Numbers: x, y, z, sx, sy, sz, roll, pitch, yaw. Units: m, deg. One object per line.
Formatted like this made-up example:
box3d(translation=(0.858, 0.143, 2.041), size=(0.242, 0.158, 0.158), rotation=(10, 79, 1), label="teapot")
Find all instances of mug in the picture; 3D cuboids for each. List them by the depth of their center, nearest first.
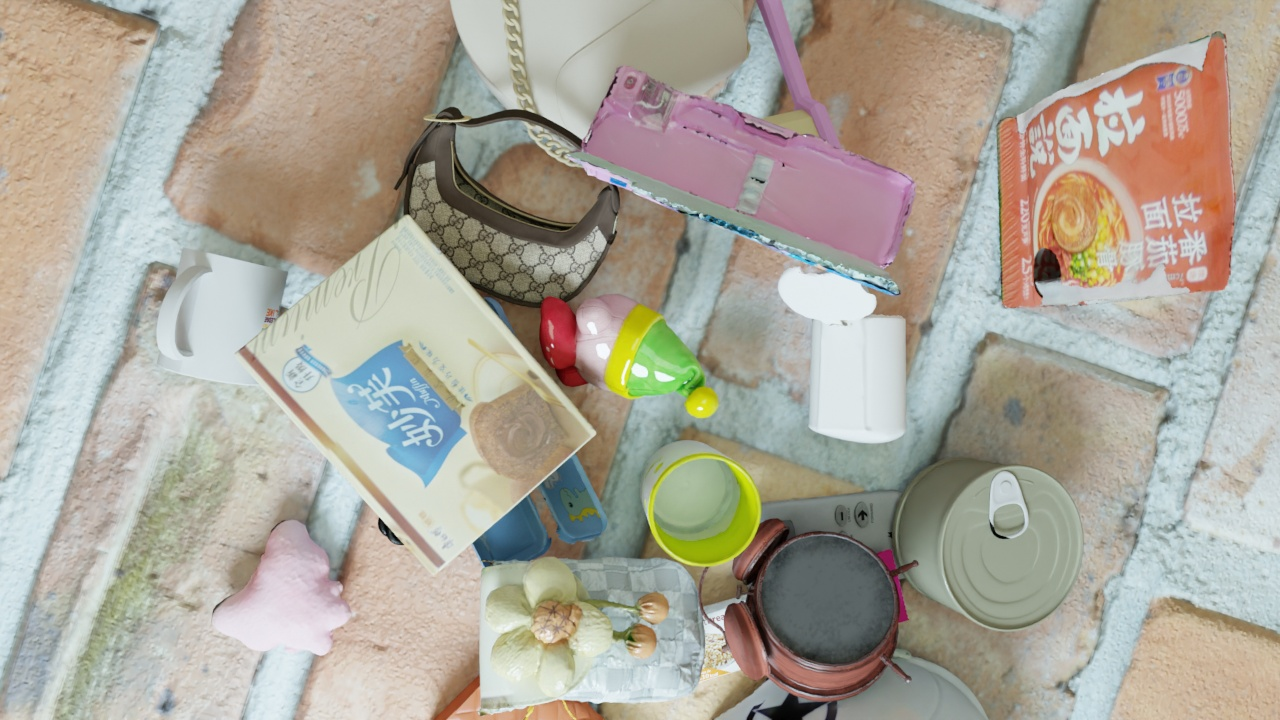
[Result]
box3d(translation=(-0.317, -0.033, 0.680), size=(0.073, 0.105, 0.089), rotation=(13, 90, 8), label="mug")
box3d(translation=(0.042, 0.106, 0.710), size=(0.082, 0.106, 0.082), rotation=(0, 92, -5), label="mug")

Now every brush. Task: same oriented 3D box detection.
box3d(translation=(0.115, -0.186, 0.712), size=(0.043, 0.089, 0.229), rotation=(-20, 97, 1), label="brush")

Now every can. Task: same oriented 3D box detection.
box3d(translation=(0.275, 0.143, 0.735), size=(0.127, 0.073, 0.128), rotation=(0, 91, -15), label="can")

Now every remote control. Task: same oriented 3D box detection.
box3d(translation=(0.160, 0.150, 0.764), size=(0.151, 0.019, 0.074), rotation=(-5, 92, -4), label="remote control")

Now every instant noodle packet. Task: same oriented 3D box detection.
box3d(translation=(0.354, -0.124, 0.670), size=(0.084, 0.221, 0.164), rotation=(-1, 91, -6), label="instant noodle packet")

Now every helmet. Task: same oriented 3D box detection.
box3d(translation=(0.177, 0.356, 0.701), size=(0.264, 0.164, 0.236), rotation=(-22, 94, -4), label="helmet")

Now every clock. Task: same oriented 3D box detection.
box3d(translation=(0.122, 0.185, 0.689), size=(0.158, 0.072, 0.120), rotation=(8, 60, 10), label="clock")

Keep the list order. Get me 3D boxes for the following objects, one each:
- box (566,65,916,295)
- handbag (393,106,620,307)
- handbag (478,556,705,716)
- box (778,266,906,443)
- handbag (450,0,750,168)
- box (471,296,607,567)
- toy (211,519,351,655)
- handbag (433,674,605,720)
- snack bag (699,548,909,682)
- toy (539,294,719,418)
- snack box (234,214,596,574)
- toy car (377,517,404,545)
box3d(translation=(0.067, -0.109, 0.620), size=(0.230, 0.158, 0.066), rotation=(21, 133, 1), label="box")
box3d(translation=(-0.098, -0.120, 0.689), size=(0.166, 0.063, 0.139), rotation=(24, 119, -4), label="handbag")
box3d(translation=(-0.031, 0.198, 0.678), size=(0.171, 0.124, 0.112), rotation=(2, 70, -14), label="handbag")
box3d(translation=(0.156, -0.003, 0.705), size=(0.083, 0.143, 0.136), rotation=(0, 89, 38), label="box")
box3d(translation=(-0.034, -0.276, 0.696), size=(0.210, 0.103, 0.208), rotation=(-35, 98, -1), label="handbag")
box3d(translation=(-0.113, 0.061, 0.728), size=(0.120, 0.049, 0.209), rotation=(-25, 94, 10), label="box")
box3d(translation=(-0.272, 0.185, 0.716), size=(0.093, 0.050, 0.102), rotation=(32, 86, -2), label="toy")
box3d(translation=(-0.073, 0.321, 0.733), size=(0.109, 0.060, 0.172), rotation=(-45, 94, -6), label="handbag")
box3d(translation=(0.119, 0.213, 0.752), size=(0.196, 0.016, 0.070), rotation=(-17, 105, 1), label="snack bag")
box3d(translation=(-0.004, 0.004, 0.698), size=(0.131, 0.124, 0.096), rotation=(0, 61, 9), label="toy")
box3d(translation=(-0.155, 0.024, 0.656), size=(0.153, 0.055, 0.207), rotation=(-41, 95, -7), label="snack box")
box3d(translation=(-0.195, 0.086, 0.714), size=(0.054, 0.056, 0.153), rotation=(-30, 99, -22), label="toy car")
